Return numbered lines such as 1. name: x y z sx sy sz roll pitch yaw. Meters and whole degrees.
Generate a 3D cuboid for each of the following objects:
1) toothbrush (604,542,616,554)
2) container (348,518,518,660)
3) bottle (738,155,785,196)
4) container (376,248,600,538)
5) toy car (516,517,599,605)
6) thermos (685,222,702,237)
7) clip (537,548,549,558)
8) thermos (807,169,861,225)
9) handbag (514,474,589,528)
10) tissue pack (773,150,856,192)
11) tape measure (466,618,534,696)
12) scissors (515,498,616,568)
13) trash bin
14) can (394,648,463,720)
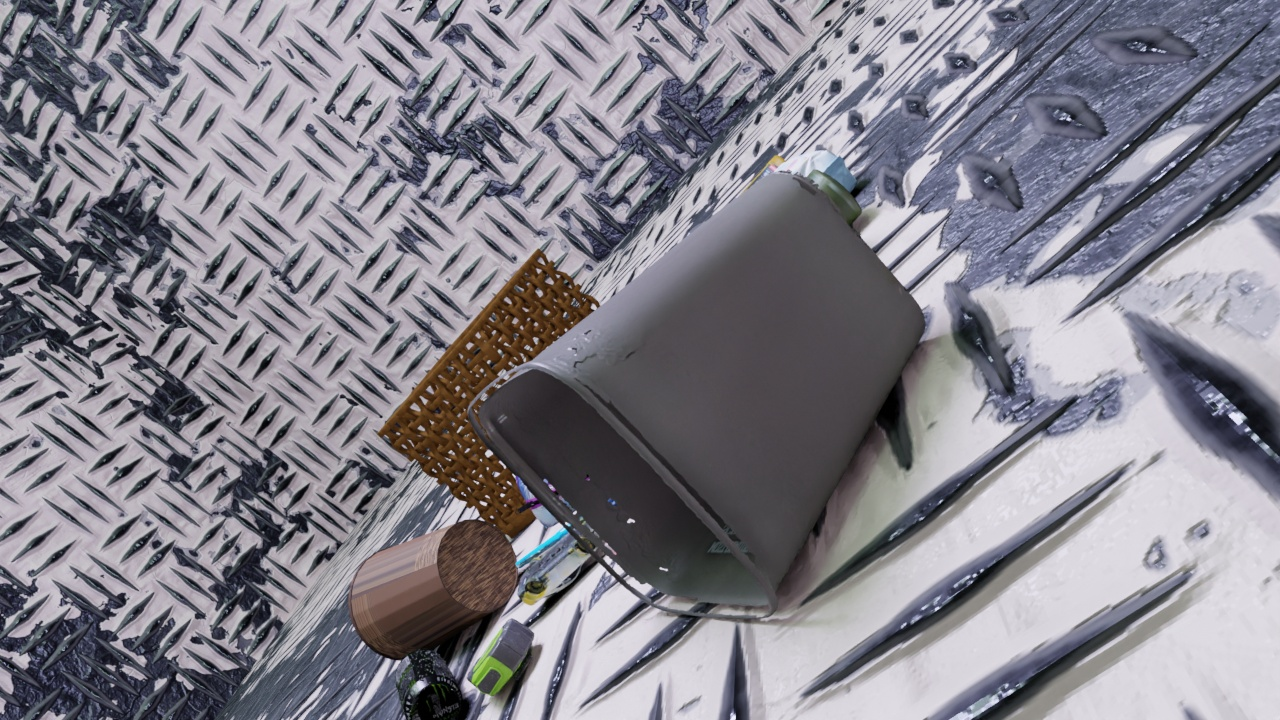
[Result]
1. toothbrush: 0.014 0.128 0.748 0.135 0.016 0.021 -41 13 37
2. container: -0.224 0.249 1.017 0.168 0.132 0.131 -32 19 40
3. bottle: 0.146 -0.203 1.294 0.186 0.053 0.053 -47 11 10
4. container: -0.152 0.040 1.198 0.220 0.214 0.250 -43 12 30
5. toy car: -0.070 0.185 0.845 0.105 0.033 0.048 -43 10 10
6. thermos: 0.096 -0.122 1.088 0.082 0.082 0.240 -47 7 7
7. clip: -0.084 0.194 0.898 0.060 0.024 0.039 -42 11 -18
8. thermos: 0.122 -0.087 0.923 0.232 0.082 0.082 -46 11 11
9. handbag: -0.036 0.102 0.924 0.170 0.068 0.144 -30 0 36
10. tissue pack: 0.175 -0.186 1.074 0.112 0.070 0.182 -49 10 4
11. tape measure: -0.115 0.255 0.779 0.065 0.036 0.059 -55 2 -14
12. scissors: -0.066 0.161 0.890 0.135 0.015 0.066 -33 5 0
13. trash bin: 0.045 0.015 0.594 0.219 0.197 0.198 -47 8 -26
14. can: -0.202 0.312 0.869 0.053 0.054 0.138 -52 11 -16
